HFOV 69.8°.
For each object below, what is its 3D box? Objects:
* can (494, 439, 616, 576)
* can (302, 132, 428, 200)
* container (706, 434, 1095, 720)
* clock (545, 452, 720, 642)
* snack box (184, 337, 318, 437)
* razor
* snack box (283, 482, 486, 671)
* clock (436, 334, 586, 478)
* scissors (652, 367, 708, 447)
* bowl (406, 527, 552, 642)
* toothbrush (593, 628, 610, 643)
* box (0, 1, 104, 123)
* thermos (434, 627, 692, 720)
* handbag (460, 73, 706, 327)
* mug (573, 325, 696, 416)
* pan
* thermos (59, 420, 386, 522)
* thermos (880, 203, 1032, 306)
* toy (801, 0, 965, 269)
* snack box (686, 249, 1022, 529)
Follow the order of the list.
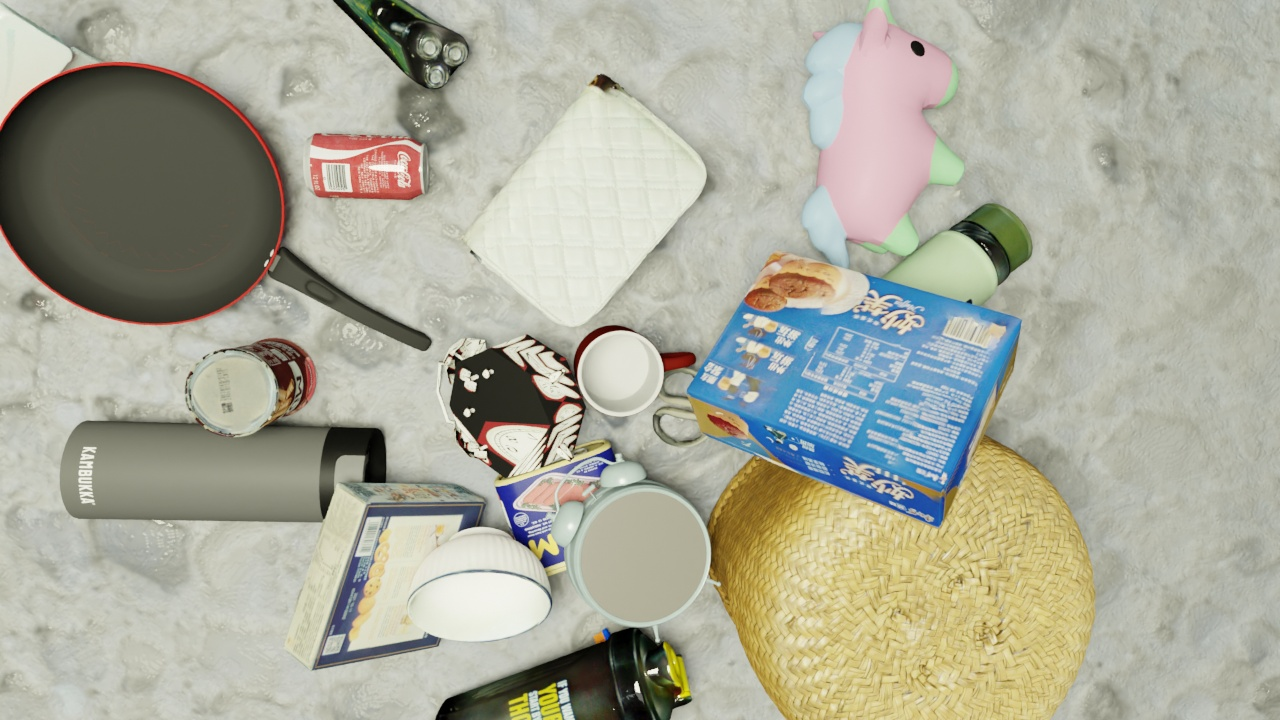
[{"bbox_3d":[-0.066,0.132,0.826,0.116,0.056,0.092,-18,96,-4],"label":"can"},{"bbox_3d":[-0.232,-0.165,0.781,0.096,0.054,0.054,1,95,-6],"label":"can"},{"bbox_3d":[0.226,0.190,0.795,0.307,0.196,0.307,-1,96,-8],"label":"container"},{"bbox_3d":[-0.009,0.154,0.782,0.122,0.045,0.159,-40,100,-11],"label":"clock"},{"bbox_3d":[-0.317,0.020,0.756,0.072,0.121,0.072,-1,95,-7],"label":"snack box"},{"bbox_3d":[-0.212,-0.289,0.767,0.151,0.067,0.054,41,86,0],"label":"razor"},{"bbox_3d":[-0.211,0.178,0.776,0.043,0.145,0.144,21,94,31],"label":"snack box"},{"bbox_3d":[-0.126,0.039,0.781,0.155,0.064,0.115,8,111,34],"label":"clock"},{"bbox_3d":[0.084,0.039,0.811,0.171,0.012,0.121,-22,83,30],"label":"scissors"},{"bbox_3d":[-0.134,0.181,0.771,0.118,0.062,0.118,-4,137,-4],"label":"bowl"},{"bbox_3d":[-0.004,0.338,0.873,0.018,0.016,0.182,-21,97,2],"label":"toothbrush"},{"bbox_3d":[-0.508,-0.172,0.711,0.041,0.134,0.197,42,90,9],"label":"box"},{"bbox_3d":[-0.067,0.307,0.817,0.221,0.098,0.098,-20,97,7],"label":"thermos"},{"bbox_3d":[-0.045,-0.132,0.796,0.139,0.072,0.195,41,91,1],"label":"handbag"},{"bbox_3d":[-0.005,0.005,0.806,0.105,0.082,0.073,-10,96,-5],"label":"mug"},{"bbox_3d":[-0.338,-0.099,0.767,0.356,0.067,0.209,28,103,-25],"label":"pan"},{"bbox_3d":[-0.346,0.095,0.780,0.240,0.082,0.082,2,95,-6],"label":"thermos"},{"bbox_3d":[0.245,-0.053,0.822,0.231,0.082,0.082,-38,98,-9],"label":"thermos"},{"bbox_3d":[0.195,-0.191,0.800,0.171,0.120,0.222,32,91,-18],"label":"toy"},{"bbox_3d":[0.163,0.015,0.708,0.203,0.069,0.154,20,65,28],"label":"snack box"}]
